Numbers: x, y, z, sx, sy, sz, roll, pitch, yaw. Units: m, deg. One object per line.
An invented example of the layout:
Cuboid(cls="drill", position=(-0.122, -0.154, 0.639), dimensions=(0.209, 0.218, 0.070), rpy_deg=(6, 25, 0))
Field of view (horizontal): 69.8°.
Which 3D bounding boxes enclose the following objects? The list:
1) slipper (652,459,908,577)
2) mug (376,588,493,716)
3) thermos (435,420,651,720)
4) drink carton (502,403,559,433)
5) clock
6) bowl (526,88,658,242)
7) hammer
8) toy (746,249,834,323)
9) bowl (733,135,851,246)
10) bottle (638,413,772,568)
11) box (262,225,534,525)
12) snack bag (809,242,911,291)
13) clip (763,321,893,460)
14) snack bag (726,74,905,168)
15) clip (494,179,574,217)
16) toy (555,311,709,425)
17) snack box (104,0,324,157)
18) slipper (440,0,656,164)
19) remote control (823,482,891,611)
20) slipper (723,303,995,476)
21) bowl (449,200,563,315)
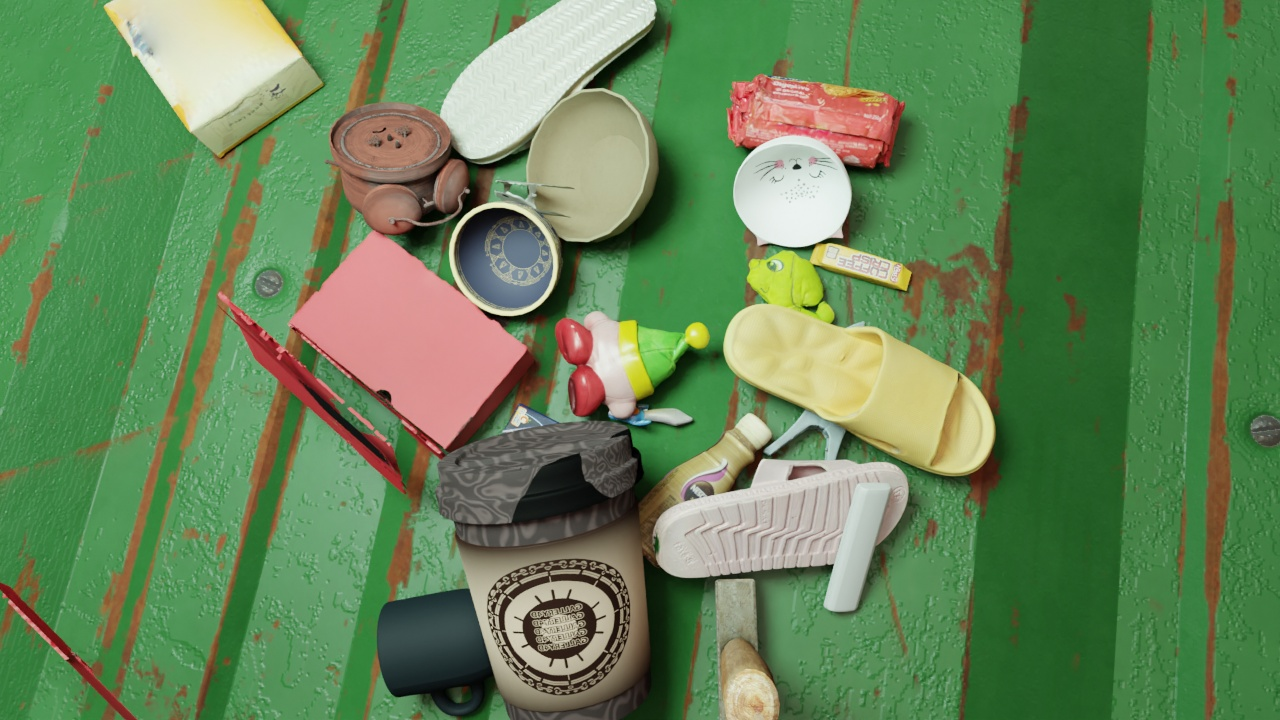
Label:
Cuboid(cls="slipper", position=(0.124, 0.139, 0.837), dimensions=(0.239, 0.064, 0.094), rpy_deg=(-9, 116, -9))
Cuboid(cls="mug", position=(-0.176, 0.272, 0.840), dimensions=(0.094, 0.085, 0.122), rpy_deg=(-11, 104, 2))
Cuboid(cls="thermos", position=(-0.071, 0.181, 0.783), dimensions=(0.173, 0.172, 0.226), rpy_deg=(-9, 98, 2))
Cuboid(cls="drink carton", position=(-0.073, 0.099, 0.886), dimensions=(0.130, 0.040, 0.064), rpy_deg=(26, 81, 10))
Cuboid(cls="clock", position=(-0.242, -0.190, 0.927), dimensions=(0.120, 0.072, 0.157), rpy_deg=(-31, 60, -31))
Cuboid(cls="bowl", position=(-0.041, -0.192, 0.928), dimensions=(0.153, 0.050, 0.152), rpy_deg=(-1, 88, 34))
Cuboid(cls="hammer", position=(0.079, 0.249, 0.704), dimensions=(0.037, 0.301, 0.157), rpy_deg=(-2, 77, 4))
Cuboid(cls="toy", position=(0.148, -0.063, 0.909), dimensions=(0.094, 0.036, 0.093), rpy_deg=(15, 82, 2))
Cuboid(cls="bowl", position=(0.152, -0.174, 0.907), dimensions=(0.115, 0.115, 0.050), rpy_deg=(13, 43, 7))
Cuboid(cls="bottle", position=(0.056, 0.117, 0.861), dimensions=(0.166, 0.060, 0.059), rpy_deg=(-45, 78, -6))
Cuboid(cls="box", position=(-0.237, 0.034, 1.011), dimensions=(0.217, 0.352, 0.197), rpy_deg=(37, 78, 13))
Cuboid(cls="snack bag", position=(0.220, -0.094, 0.917), dimensions=(0.099, 0.020, 0.026), rpy_deg=(18, 80, 9))
Cuboid(cls="clip", position=(0.174, 0.030, 0.889), dimensions=(0.112, 0.028, 0.162), rpy_deg=(28, 79, 11))
Cuboid(cls="snack bag", position=(0.173, -0.241, 0.925), dimensions=(0.176, 0.082, 0.082), rpy_deg=(11, 78, 7))
Cuboid(cls="clip", position=(-0.119, -0.162, 0.920), dimensions=(0.102, 0.056, 0.056), rpy_deg=(12, 37, 34))
Cuboid(cls="toy", position=(-0.005, 0.005, 0.881), dimensions=(0.131, 0.097, 0.124), rpy_deg=(-8, 78, -22))
Cuboid(cls="snack box", position=(-0.468, -0.346, 1.000), dimensions=(0.145, 0.081, 0.195), rpy_deg=(-37, 77, -5))
Cuboid(cls="slipper", position=(-0.094, -0.305, 0.976), dimensions=(0.263, 0.052, 0.115), rpy_deg=(-40, 79, -1))
Cuboid(cls="remote control", position=(0.195, 0.169, 0.823), dimensions=(0.033, 0.012, 0.131), rpy_deg=(2, 112, -18))
Cuboid(cls="slipper", position=(0.202, 0.016, 0.837), dimensions=(0.263, 0.078, 0.099), rpy_deg=(23, 76, 9))
Cuboid(cls="bowl", position=(-0.127, -0.107, 0.921), dimensions=(0.112, 0.061, 0.112), rpy_deg=(5, 110, 13))
